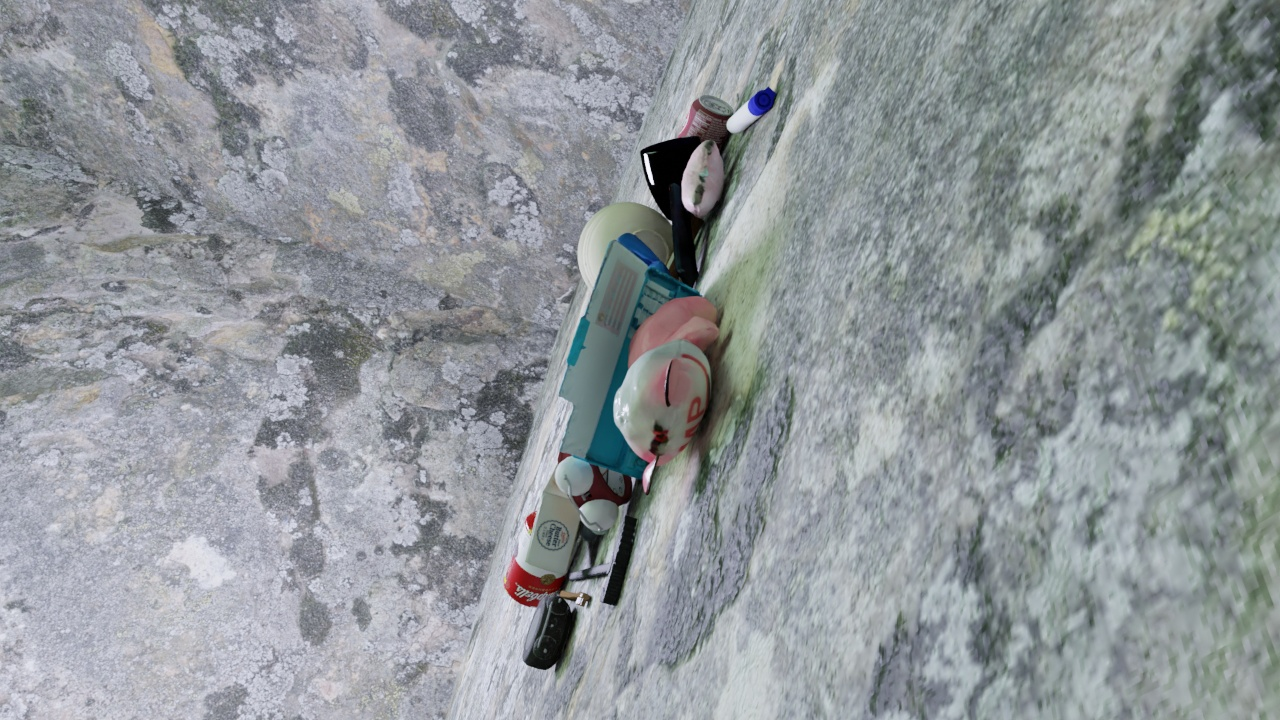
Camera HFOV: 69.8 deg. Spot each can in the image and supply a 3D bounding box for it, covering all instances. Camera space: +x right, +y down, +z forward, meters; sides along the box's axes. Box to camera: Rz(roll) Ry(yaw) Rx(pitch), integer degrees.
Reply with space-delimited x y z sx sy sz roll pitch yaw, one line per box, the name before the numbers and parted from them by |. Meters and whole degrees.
can | 0.085 -0.311 1.295 0.063 0.063 0.114 -81 13 -51
can | -0.145 0.292 1.353 0.086 0.086 0.117 -89 19 -65

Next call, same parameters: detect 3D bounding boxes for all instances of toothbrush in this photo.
toothbrush | -0.086 0.306 1.185 0.167 0.016 0.016 137 157 -72

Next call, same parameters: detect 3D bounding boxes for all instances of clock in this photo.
clock | -0.054 0.138 1.062 0.048 0.096 0.137 -27 16 20
clock | -0.117 0.352 1.187 0.123 0.044 0.091 125 163 -60

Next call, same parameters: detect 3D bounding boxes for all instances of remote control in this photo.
remote control | 0.056 -0.161 1.167 0.047 0.022 0.150 53 -153 -49

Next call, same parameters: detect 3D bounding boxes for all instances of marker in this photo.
marker | 0.132 -0.300 1.110 0.027 0.023 0.133 -50 8 -4

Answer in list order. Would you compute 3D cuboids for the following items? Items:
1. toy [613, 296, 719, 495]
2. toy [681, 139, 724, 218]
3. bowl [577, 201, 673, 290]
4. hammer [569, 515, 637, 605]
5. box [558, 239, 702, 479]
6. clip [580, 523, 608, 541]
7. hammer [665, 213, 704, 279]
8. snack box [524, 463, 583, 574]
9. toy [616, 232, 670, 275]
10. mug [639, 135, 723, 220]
toy | 0.023 0.021 0.886 0.212 0.084 0.142 -80 12 -61
toy | 0.079 -0.219 1.171 0.096 0.053 0.099 81 -161 -69
bowl | -0.005 -0.147 1.274 0.075 0.150 0.150 13 84 68
hammer | -0.056 0.252 1.124 0.326 0.015 0.094 131 156 -70
box | -0.026 0.002 0.998 0.056 0.185 0.226 13 82 40
clip | -0.046 0.162 1.219 0.108 0.028 0.163 123 165 -64
hammer | 0.007 -0.046 1.240 0.323 0.033 0.115 -65 -19 4
snack box | -0.102 0.198 1.258 0.207 0.057 0.104 -70 -5 -78
toy | 0.012 -0.075 1.153 0.113 0.071 0.176 -33 73 65
mug | 0.064 -0.246 1.243 0.084 0.119 0.100 -36 -61 -43
